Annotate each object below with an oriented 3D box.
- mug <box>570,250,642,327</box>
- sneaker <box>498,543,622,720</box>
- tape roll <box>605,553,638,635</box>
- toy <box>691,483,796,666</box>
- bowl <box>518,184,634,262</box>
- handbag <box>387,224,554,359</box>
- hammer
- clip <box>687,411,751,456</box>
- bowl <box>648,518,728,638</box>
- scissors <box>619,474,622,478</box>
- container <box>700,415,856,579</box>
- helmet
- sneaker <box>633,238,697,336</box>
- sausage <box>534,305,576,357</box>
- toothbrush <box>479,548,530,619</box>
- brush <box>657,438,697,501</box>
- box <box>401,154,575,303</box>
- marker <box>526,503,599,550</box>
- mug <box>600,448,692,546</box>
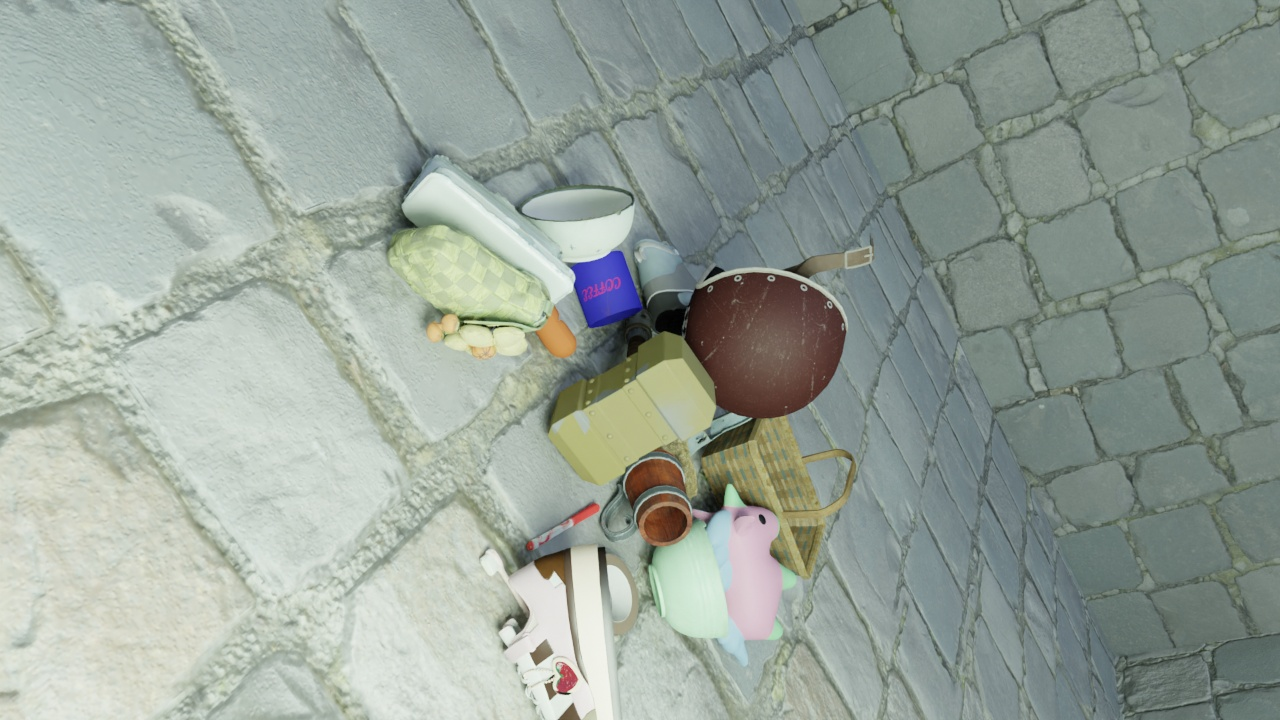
[{"bbox_3d":[-0.044,-0.097,1.281,0.111,0.079,0.083,2,68,-75],"label":"mug"},{"bbox_3d":[-0.080,0.341,0.939,0.112,0.116,0.294,177,-92,-87],"label":"sneaker"},{"bbox_3d":[-0.042,0.277,1.080,0.093,0.030,0.093,35,44,-42],"label":"tape roll"},{"bbox_3d":[0.134,0.294,1.249,0.171,0.120,0.221,30,69,-39],"label":"toy"},{"bbox_3d":[-0.082,-0.178,1.220,0.153,0.153,0.073,-51,142,-56],"label":"bowl"},{"bbox_3d":[-0.195,-0.067,1.007,0.186,0.113,0.116,36,56,-36],"label":"handbag"},{"bbox_3d":[-0.007,0.007,1.213,0.101,0.190,0.324,54,16,-20],"label":"hammer"},{"bbox_3d":[0.106,0.085,1.382,0.031,0.168,0.164,61,-10,-11],"label":"clip"},{"bbox_3d":[0.055,0.281,1.155,0.151,0.077,0.151,168,-89,-82],"label":"bowl"},{"bbox_3d":[0.006,0.174,1.222,0.136,0.055,0.015,39,-3,-28],"label":"scissors"},{"bbox_3d":[0.222,0.188,1.361,0.250,0.187,0.157,66,30,-20],"label":"container"},{"bbox_3d":[0.176,-0.046,1.255,0.233,0.234,0.252,16,36,-2],"label":"helmet"},{"bbox_3d":[0.081,-0.110,1.476,0.256,0.093,0.160,12,52,-55],"label":"sneaker"},{"bbox_3d":[-0.131,-0.076,1.161,0.044,0.039,0.164,-32,99,-33],"label":"sausage"},{"bbox_3d":[-0.118,0.278,0.980,0.181,0.016,0.018,59,39,-12],"label":"toothbrush"},{"bbox_3d":[0.033,0.113,1.274,0.059,0.043,0.195,-15,88,-41],"label":"brush"},{"bbox_3d":[-0.165,-0.156,1.063,0.210,0.106,0.129,35,57,-26],"label":"box"},{"bbox_3d":[-0.089,0.195,1.079,0.142,0.013,0.013,-20,88,-59],"label":"marker"},{"bbox_3d":[0.005,0.179,1.151,0.111,0.117,0.081,-108,179,-63],"label":"mug"}]
